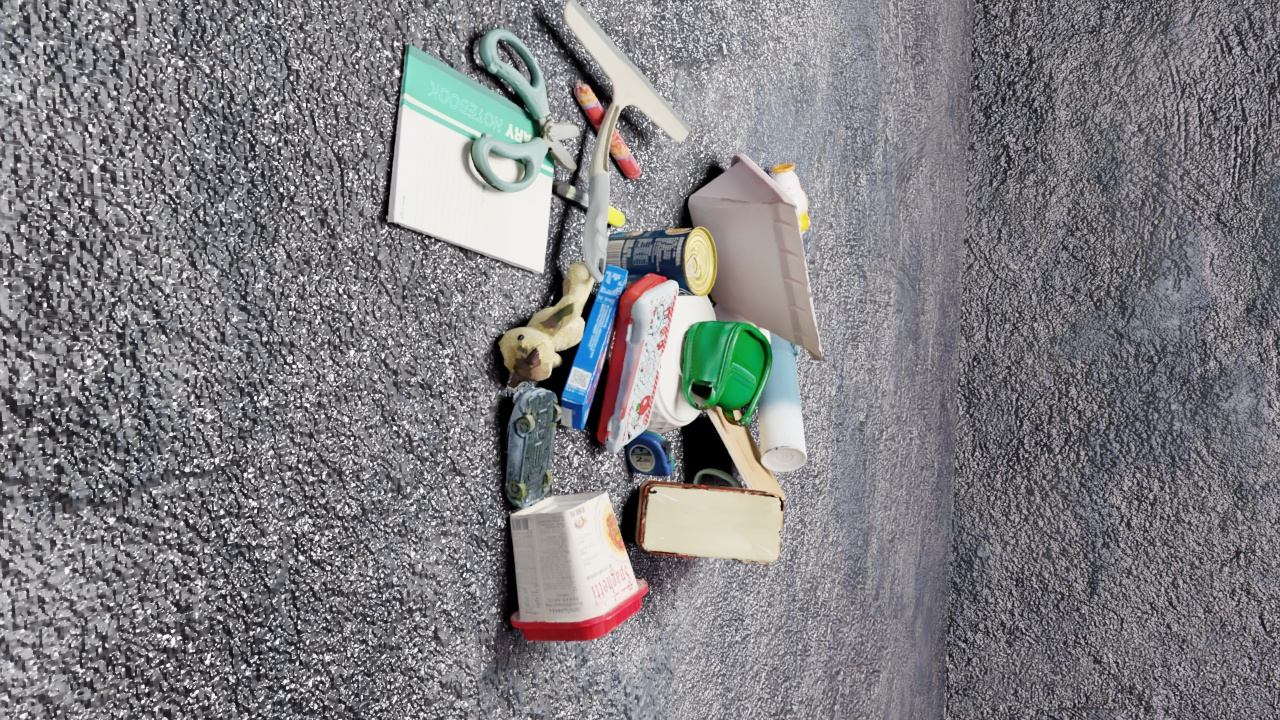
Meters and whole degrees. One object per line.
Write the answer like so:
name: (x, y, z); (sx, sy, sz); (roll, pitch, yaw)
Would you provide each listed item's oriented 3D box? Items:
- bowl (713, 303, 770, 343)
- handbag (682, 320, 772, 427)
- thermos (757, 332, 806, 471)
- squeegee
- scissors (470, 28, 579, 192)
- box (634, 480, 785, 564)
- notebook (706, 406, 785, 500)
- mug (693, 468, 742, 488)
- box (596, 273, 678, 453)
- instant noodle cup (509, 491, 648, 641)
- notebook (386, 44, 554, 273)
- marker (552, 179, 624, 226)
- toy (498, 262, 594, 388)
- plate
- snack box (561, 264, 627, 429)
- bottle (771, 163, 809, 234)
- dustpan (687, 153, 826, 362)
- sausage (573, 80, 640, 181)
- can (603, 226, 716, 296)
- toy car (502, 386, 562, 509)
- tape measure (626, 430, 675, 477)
bowl: (0.144, -0.025, 1.293); (0.118, 0.065, 0.118); (-12, 104, -59)
handbag: (0.109, 0.015, 1.140); (0.131, 0.068, 0.120); (26, 72, -58)
thermos: (0.203, 0.054, 1.340); (0.070, 0.070, 0.220); (57, 27, -46)
squeegee: (-0.036, -0.194, 0.951); (0.246, 0.039, 0.246); (31, 63, -53)
scissors: (-0.110, -0.209, 0.856); (0.174, 0.019, 0.177); (50, 48, -49)
box: (0.082, 0.194, 1.091); (0.079, 0.168, 0.091); (144, -49, -84)
notebook: (0.148, 0.130, 1.253); (0.147, 0.008, 0.207); (62, 13, 13)
mug: (0.105, 0.199, 1.207); (0.082, 0.106, 0.112); (-11, 102, -58)
box: (-0.003, 0.008, 0.993); (0.086, 0.048, 0.202); (-42, 150, -52)
instant noodle cup: (-0.068, 0.201, 0.910); (0.116, 0.117, 0.124); (-17, 96, -58)
notebook: (-0.144, -0.172, 0.828); (0.209, 0.012, 0.150); (13, 81, -60)
marker: (-0.055, -0.167, 0.982); (0.124, 0.015, 0.018); (18, 77, -56)
toy: (-0.086, -0.039, 0.903); (0.105, 0.066, 0.156); (-56, -176, 47)
plate: (0.041, -0.010, 1.136); (0.204, 0.046, 0.205); (-11, 103, -60)
snack box: (-0.048, -0.013, 0.960); (0.085, 0.026, 0.156); (102, 5, -68)
bottle: (0.225, -0.246, 1.411); (0.063, 0.063, 0.108); (-46, 132, -49)
dustpan: (0.173, -0.158, 1.194); (0.138, 0.274, 0.223); (-33, 128, -25)
sausage: (-0.035, -0.247, 1.003); (0.156, 0.020, 0.020); (50, 51, -50)
can: (0.019, -0.108, 1.020); (0.075, 0.111, 0.075); (-5, 96, -59)
toy car: (-0.108, 0.085, 0.894); (0.054, 0.037, 0.121); (-21, 121, -59)
tape measure: (0.012, 0.110, 1.085); (0.025, 0.058, 0.054); (-34, 118, -54)
